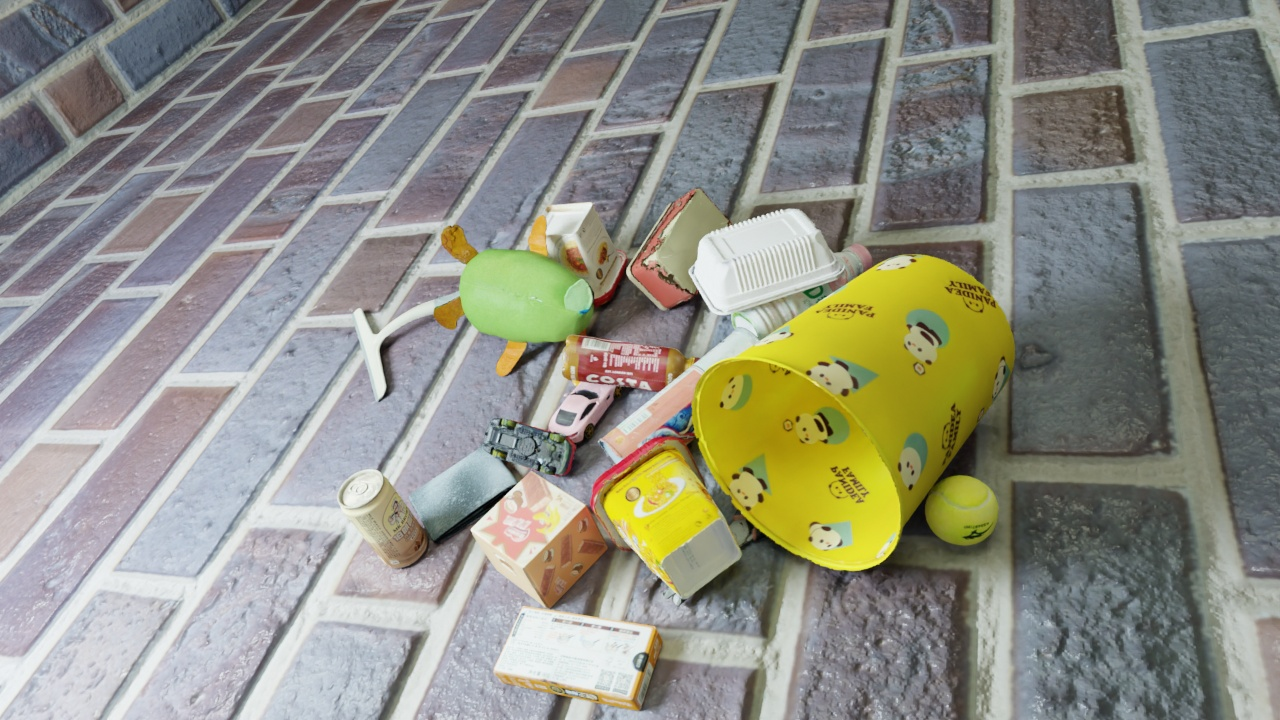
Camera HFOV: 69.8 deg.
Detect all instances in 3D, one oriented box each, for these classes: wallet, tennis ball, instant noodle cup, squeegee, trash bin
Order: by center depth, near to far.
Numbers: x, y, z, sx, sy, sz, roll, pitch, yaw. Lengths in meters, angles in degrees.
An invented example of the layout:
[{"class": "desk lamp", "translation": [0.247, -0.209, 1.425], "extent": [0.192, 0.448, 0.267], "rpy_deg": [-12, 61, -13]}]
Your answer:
[{"class": "tennis ball", "translation": [0.302, 0.141, 0.863], "extent": [0.065, 0.065, 0.065], "rpy_deg": [-12, 41, 11]}, {"class": "trash bin", "translation": [0.218, 0.034, 0.894], "extent": [0.230, 0.230, 0.254], "rpy_deg": [22, 46, 39]}, {"class": "instant noodle cup", "translation": [0.030, 0.160, 0.917], "extent": [0.116, 0.116, 0.123], "rpy_deg": [-35, 42, -9]}, {"class": "wallet", "translation": [-0.213, 0.158, 1.106], "extent": [0.120, 0.019, 0.097], "rpy_deg": [-33, 39, -12]}, {"class": "instant noodle cup", "translation": [0.151, -0.132, 1.138], "extent": [0.173, 0.060, 0.138], "rpy_deg": [-17, 33, -4]}, {"class": "instant noodle cup", "translation": [-0.094, -0.153, 1.316], "extent": [0.116, 0.124, 0.116], "rpy_deg": [0, 44, 24]}, {"class": "squeegee", "translation": [-0.316, -0.073, 1.391], "extent": [0.246, 0.039, 0.246], "rpy_deg": [-27, 40, -7]}]

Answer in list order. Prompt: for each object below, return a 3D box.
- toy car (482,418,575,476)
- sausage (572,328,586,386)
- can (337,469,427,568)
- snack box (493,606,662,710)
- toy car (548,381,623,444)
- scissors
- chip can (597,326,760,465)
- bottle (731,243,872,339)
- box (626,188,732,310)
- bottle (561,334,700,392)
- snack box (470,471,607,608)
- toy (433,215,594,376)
[{"class": "toy car", "translation": [-0.131, 0.103, 1.101], "extent": [0.121, 0.045, 0.053], "rpy_deg": [15, 88, 26]}, {"class": "sausage", "translation": [-0.083, -0.019, 1.242], "extent": [0.021, 0.021, 0.164], "rpy_deg": [-15, 40, 7]}, {"class": "can", "translation": [-0.290, 0.180, 1.036], "extent": [0.058, 0.116, 0.058], "rpy_deg": [-12, 41, 11]}, {"class": "snack box", "translation": [-0.061, 0.286, 0.889], "extent": [0.154, 0.026, 0.075], "rpy_deg": [1, 45, 25]}, {"class": "toy car", "translation": [-0.069, 0.055, 1.144], "extent": [0.056, 0.037, 0.122], "rpy_deg": [12, 49, 31]}, {"class": "scissors", "translation": [0.117, 0.178, 0.940], "extent": [0.195, 0.015, 0.205], "rpy_deg": [-4, 43, 19]}, {"class": "chip can", "translation": [0.054, 0.052, 1.054], "extent": [0.214, 0.071, 0.071], "rpy_deg": [-38, 43, -14]}, {"class": "bottle", "translation": [0.208, -0.086, 1.158], "extent": [0.196, 0.068, 0.068], "rpy_deg": [-32, 41, -17]}, {"class": "box", "translation": [0.061, -0.159, 1.264], "extent": [0.079, 0.091, 0.167], "rpy_deg": [-26, 27, 47]}, {"class": "bottle", "translation": [-0.007, 0.007, 1.128], "extent": [0.175, 0.058, 0.057], "rpy_deg": [8, 45, 7]}, {"class": "snack box", "translation": [-0.107, 0.189, 0.977], "extent": [0.093, 0.077, 0.094], "rpy_deg": [25, 58, 40]}, {"class": "toy", "translation": [-0.170, -0.089, 1.251], "extent": [0.247, 0.227, 0.089], "rpy_deg": [16, 9, 19]}]
